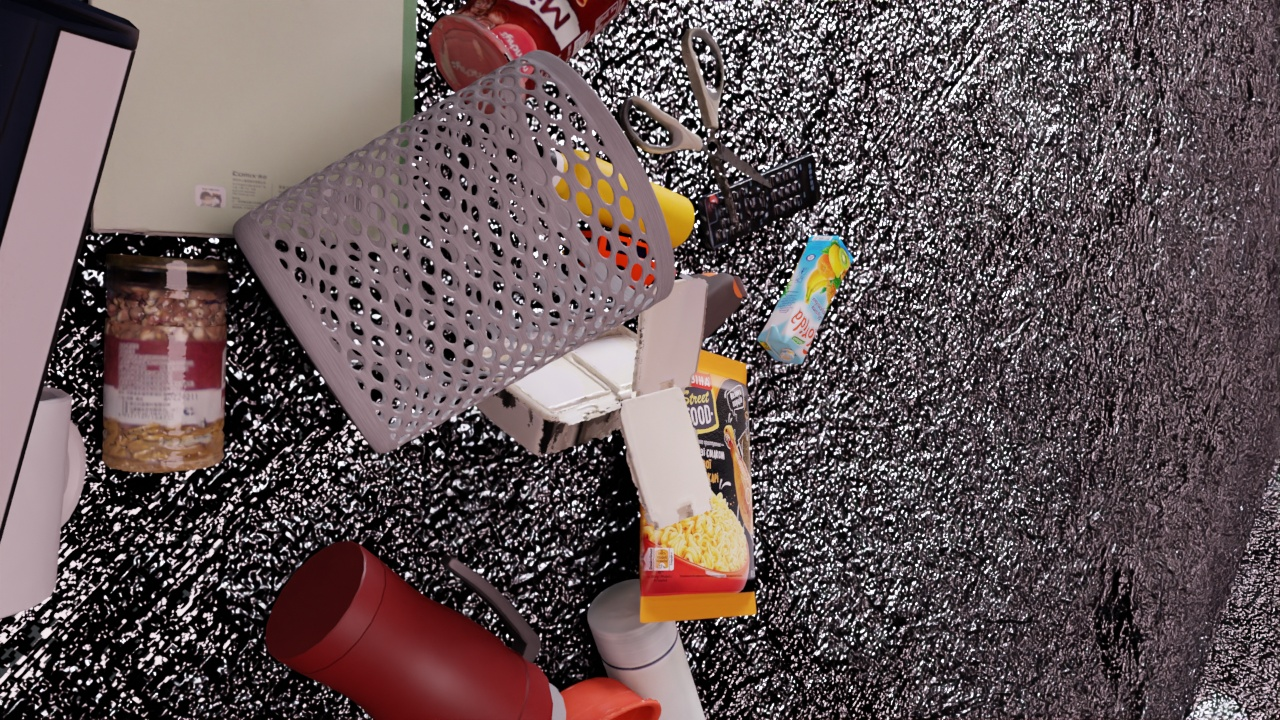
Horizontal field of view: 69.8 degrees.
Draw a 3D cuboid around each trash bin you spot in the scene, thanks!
[{"bbox_3d":[-0.101,-0.055,0.502,0.183,0.156,0.156,-32,120,-15],"label":"trash bin"}]

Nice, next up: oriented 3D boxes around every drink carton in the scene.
[{"bbox_3d":[0.154,-0.056,0.856,0.044,0.039,0.128,44,67,-39],"label":"drink carton"}]

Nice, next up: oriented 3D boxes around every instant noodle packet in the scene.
[{"bbox_3d":[0.048,0.097,0.749,0.159,0.032,0.220,15,70,-50],"label":"instant noodle packet"}]

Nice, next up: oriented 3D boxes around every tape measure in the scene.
[{"bbox_3d":[0.043,-0.049,0.735,0.058,0.059,0.038,-42,123,-20],"label":"tape measure"}]

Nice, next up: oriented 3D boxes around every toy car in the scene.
[{"bbox_3d":[-0.014,-0.069,0.680,0.100,0.051,0.049,7,93,-44],"label":"toy car"}]

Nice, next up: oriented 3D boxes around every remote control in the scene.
[{"bbox_3d":[0.104,-0.141,0.807,0.149,0.022,0.047,-27,115,-36],"label":"remote control"}]

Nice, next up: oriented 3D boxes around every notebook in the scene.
[{"bbox_3d":[-0.203,-0.193,0.506,0.181,0.010,0.252,-4,100,-44],"label":"notebook"}]

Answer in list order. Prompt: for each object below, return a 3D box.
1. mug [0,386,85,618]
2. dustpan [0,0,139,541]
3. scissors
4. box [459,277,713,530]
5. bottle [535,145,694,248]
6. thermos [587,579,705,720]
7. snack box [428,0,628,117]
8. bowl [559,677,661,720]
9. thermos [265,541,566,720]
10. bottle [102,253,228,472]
[{"bbox_3d":[-0.297,0.056,0.407,0.121,0.091,0.090,-4,101,-77],"label":"mug"},{"bbox_3d":[-0.347,-0.050,0.300,0.273,0.080,0.236,15,90,-3],"label":"dustpan"},{"bbox_3d":[0.048,-0.186,0.738,0.157,0.013,0.171,-7,94,-36],"label":"scissors"},{"bbox_3d":[-0.003,0.003,0.589,0.143,0.187,0.105,-18,133,-47],"label":"box"},{"bbox_3d":[-0.023,-0.120,0.670,0.143,0.043,0.043,14,87,-45],"label":"bottle"},{"bbox_3d":[0.018,0.290,0.760,0.067,0.068,0.230,-34,118,-36],"label":"thermos"},{"bbox_3d":[-0.068,-0.219,0.590,0.121,0.072,0.072,-51,128,-26],"label":"snack box"},{"bbox_3d":[-0.049,0.279,0.684,0.130,0.045,0.131,-28,147,-20],"label":"bowl"},{"bbox_3d":[-0.128,0.189,0.588,0.198,0.084,0.107,50,64,-35],"label":"thermos"},{"bbox_3d":[-0.241,0.000,0.467,0.056,0.056,0.105,-1,97,-44],"label":"bottle"}]
